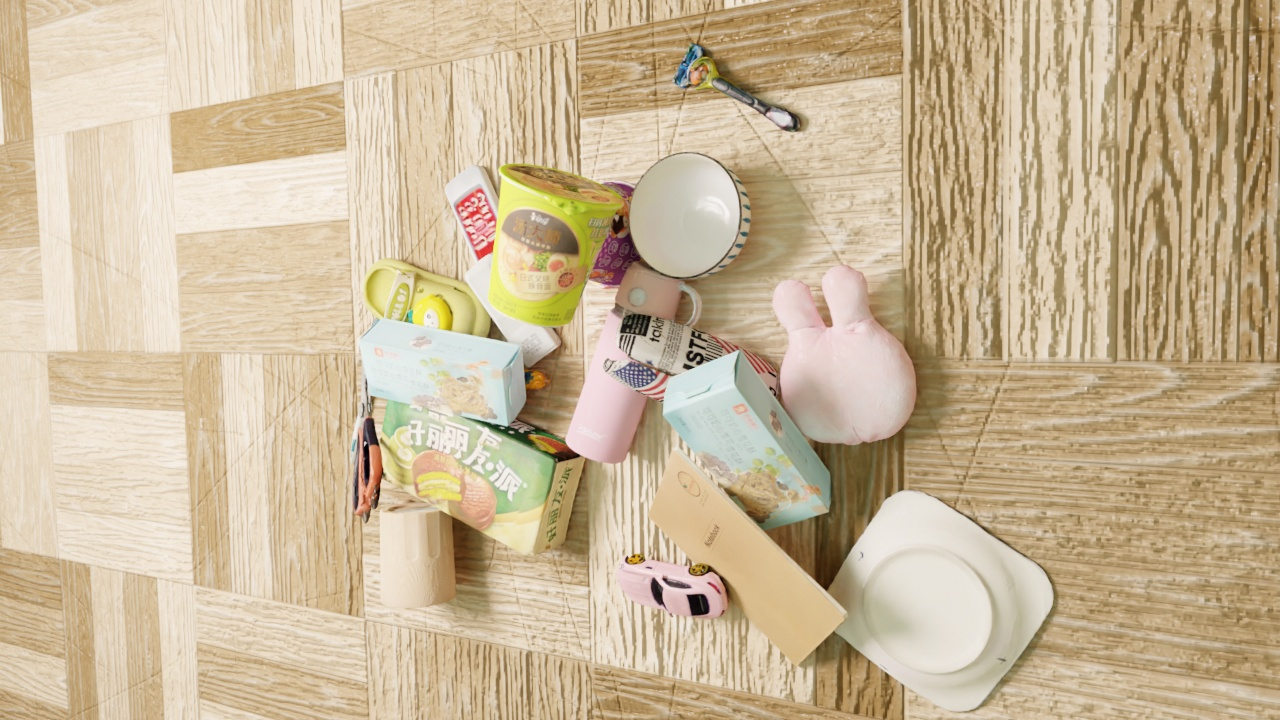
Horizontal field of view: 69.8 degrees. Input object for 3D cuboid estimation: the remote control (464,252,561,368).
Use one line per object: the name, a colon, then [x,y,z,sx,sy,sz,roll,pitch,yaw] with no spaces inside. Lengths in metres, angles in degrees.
remote control: [-0.139,-0.055,0.990,0.049,0.024,0.125,-35,91,27]

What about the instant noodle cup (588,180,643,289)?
instant noodle cup: [-0.050,-0.127,0.906,0.112,0.099,0.111,2,94,27]

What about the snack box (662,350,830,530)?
snack box: [0.098,0.075,0.816,0.074,0.051,0.175,-22,122,29]

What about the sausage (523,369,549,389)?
sausage: [-0.171,0.017,1.025,0.165,0.021,0.021,3,95,28]

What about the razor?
razor: [0.090,-0.251,0.864,0.143,0.022,0.043,36,111,21]

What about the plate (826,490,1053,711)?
plate: [0.253,0.214,0.803,0.164,0.034,0.164,33,108,22]

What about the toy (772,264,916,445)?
toy: [0.176,-0.003,0.815,0.121,0.054,0.159,-13,94,27]

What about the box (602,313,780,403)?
box: [0.044,0.022,0.859,0.163,0.076,0.087,21,124,-9]

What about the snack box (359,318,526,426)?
snack box: [-0.210,0.011,0.981,0.175,0.051,0.074,11,128,15]

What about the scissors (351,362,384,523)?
scissors: [-0.311,0.068,1.053,0.185,0.015,0.209,34,114,56]

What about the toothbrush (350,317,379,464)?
toothbrush: [-0.335,0.037,1.120,0.018,0.016,0.192,23,104,36]

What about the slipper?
slipper: [-0.258,-0.057,1.035,0.191,0.081,0.092,25,107,27]

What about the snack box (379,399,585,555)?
snack box: [-0.182,0.113,1.014,0.240,0.063,0.114,22,105,26]

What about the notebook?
notebook: [0.091,0.186,0.855,0.207,0.008,0.148,43,149,18]

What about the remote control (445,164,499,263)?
remote control: [-0.172,-0.147,1.015,0.056,0.020,0.136,-28,80,28]

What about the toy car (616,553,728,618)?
toy car: [0.029,0.228,0.914,0.123,0.037,0.056,3,119,30]

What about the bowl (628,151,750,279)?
bowl: [0.054,-0.134,0.867,0.117,0.066,0.116,2,93,28]

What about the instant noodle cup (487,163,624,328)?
instant noodle cup: [-0.083,-0.098,0.816,0.112,0.111,0.124,27,114,24]

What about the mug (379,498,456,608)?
mug: [-0.259,0.217,1.052,0.125,0.084,0.103,-179,87,-67]

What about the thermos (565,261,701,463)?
thermos: [-0.005,0.005,0.911,0.087,0.067,0.199,25,104,18]
